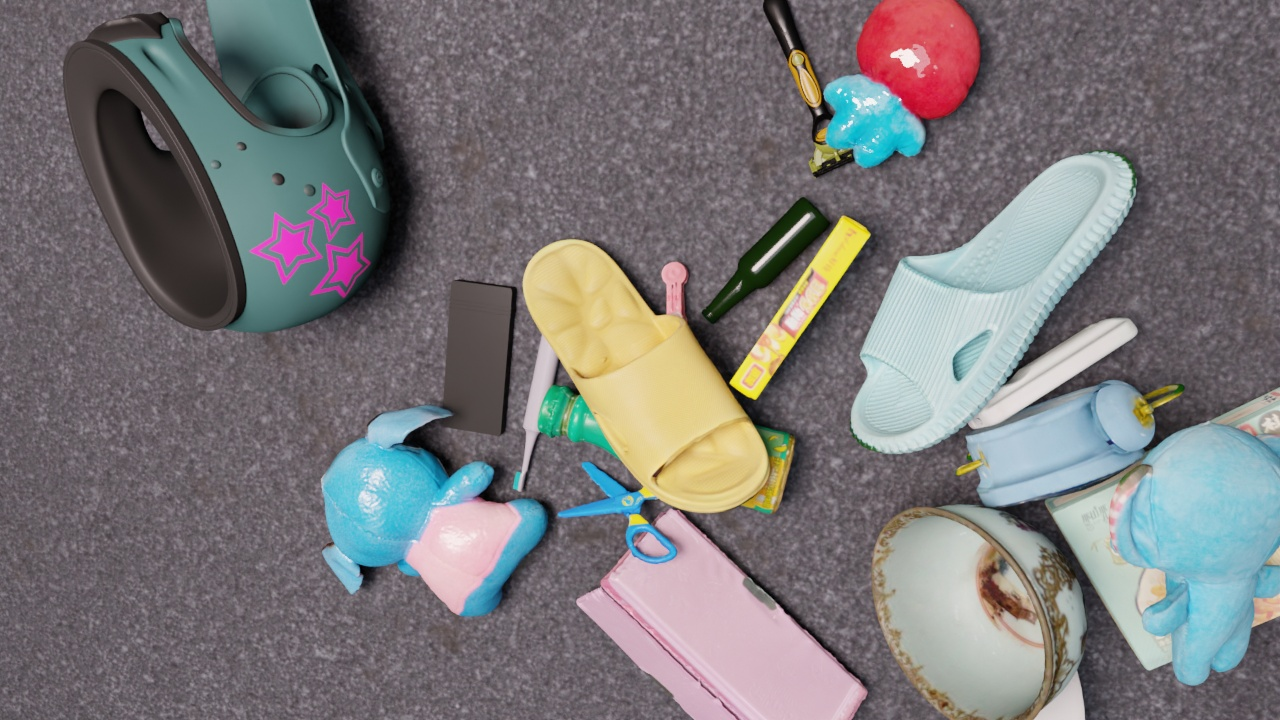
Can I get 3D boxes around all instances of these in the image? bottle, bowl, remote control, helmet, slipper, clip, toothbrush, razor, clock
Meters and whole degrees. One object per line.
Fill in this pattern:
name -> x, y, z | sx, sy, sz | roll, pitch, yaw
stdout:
bottle -> 0.097, -0.076, 0.736 | 0.033, 0.033, 0.123 | 45, 106, 1
bowl -> 0.255, 0.172, 0.658 | 0.093, 0.160, 0.160 | -11, 100, -27
bottle -> 0.019, 0.067, 0.760 | 0.210, 0.068, 0.068 | 15, 103, 9
remote control -> -0.143, -0.002, 0.811 | 0.058, 0.013, 0.133 | 9, 102, 11
helmet -> -0.300, -0.164, 0.719 | 0.177, 0.199, 0.275 | 2, 118, 32
remote control -> 0.300, 0.008, 0.678 | 0.133, 0.050, 0.022 | -31, 84, -6
slipper -> -0.004, 0.004, 0.708 | 0.099, 0.078, 0.263 | -35, 71, -9
clip -> 0.027, -0.050, 0.755 | 0.023, 0.045, 0.060 | 0, 114, 8
toothbrush -> -0.088, 0.028, 0.802 | 0.019, 0.018, 0.188 | 17, 103, 15
razor -> 0.128, -0.217, 0.711 | 0.044, 0.021, 0.144 | -23, 93, 15
clock -> 0.315, 0.058, 0.670 | 0.162, 0.118, 0.060 | -25, 82, 21
slipper -> 0.243, -0.047, 0.670 | 0.069, 0.116, 0.276 | 31, 103, -28
clock -> 0.302, 0.286, 0.717 | 0.061, 0.120, 0.159 | -1, 89, 7

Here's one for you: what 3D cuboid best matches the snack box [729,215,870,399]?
snack box -> 0.125, -0.043, 0.714 | 0.025, 0.075, 0.152 | 35, 105, 6

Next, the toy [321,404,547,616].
toy -> -0.195, 0.152, 0.813 | 0.191, 0.098, 0.224 | 30, 112, -1

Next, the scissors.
scissors -> -0.004, 0.117, 0.780 | 0.123, 0.016, 0.125 | -38, 56, -22

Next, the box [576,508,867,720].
box -> 0.065, 0.250, 0.806 | 0.232, 0.116, 0.106 | 42, 65, 1

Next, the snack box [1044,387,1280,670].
snack box -> 0.434, 0.127, 0.693 | 0.194, 0.044, 0.141 | -31, 90, 16

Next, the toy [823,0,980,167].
toy -> 0.192, -0.206, 0.677 | 0.092, 0.062, 0.133 | 38, 110, 11

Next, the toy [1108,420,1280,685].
toy -> 0.384, 0.128, 0.634 | 0.183, 0.115, 0.181 | -9, 105, -24
